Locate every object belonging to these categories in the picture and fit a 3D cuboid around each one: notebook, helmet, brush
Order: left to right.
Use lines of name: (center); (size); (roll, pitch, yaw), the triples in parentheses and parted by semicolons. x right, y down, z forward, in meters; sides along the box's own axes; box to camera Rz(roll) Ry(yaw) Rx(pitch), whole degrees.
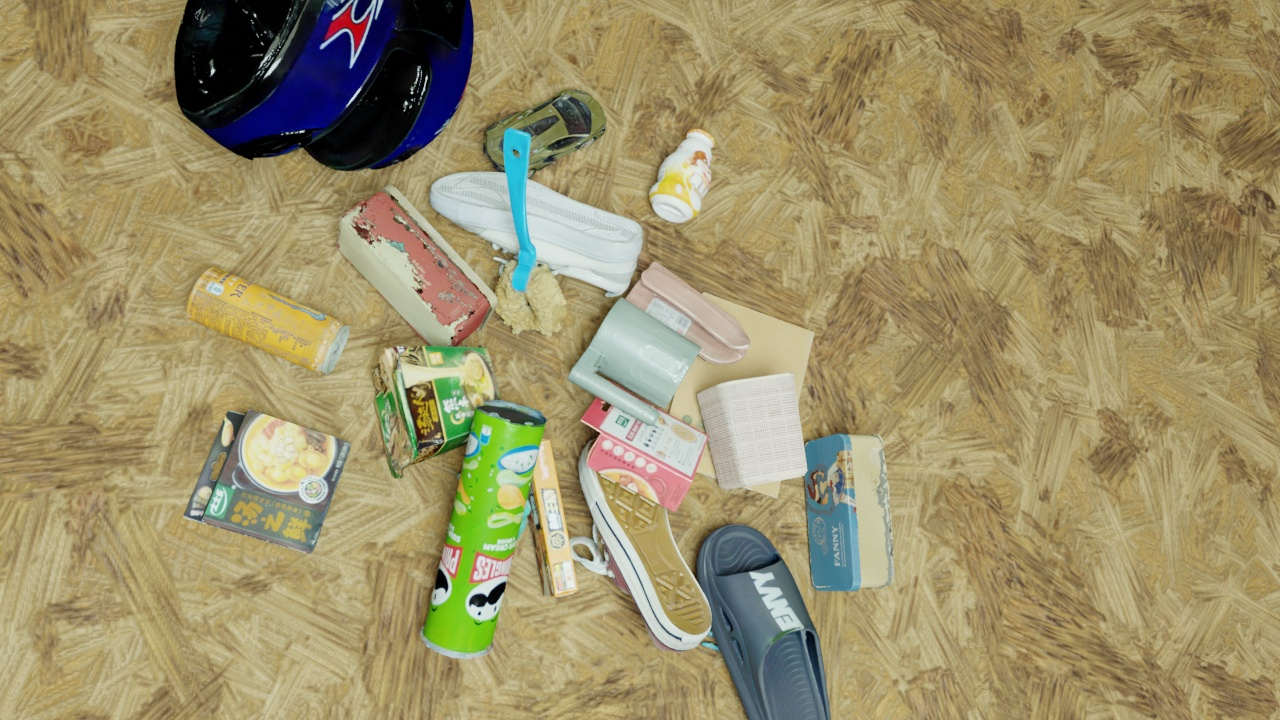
helmet: (-0.289, -0.308, 0.908); (0.240, 0.248, 0.314); (34, 55, -51)
brush: (-0.116, -0.118, 0.919); (0.083, 0.255, 0.045); (19, 50, 14)
brush: (0.056, -0.047, 1.019); (0.145, 0.073, 0.063); (35, 72, 2)
notebook: (0.113, 0.038, 1.053); (0.147, 0.008, 0.207); (19, 72, -10)

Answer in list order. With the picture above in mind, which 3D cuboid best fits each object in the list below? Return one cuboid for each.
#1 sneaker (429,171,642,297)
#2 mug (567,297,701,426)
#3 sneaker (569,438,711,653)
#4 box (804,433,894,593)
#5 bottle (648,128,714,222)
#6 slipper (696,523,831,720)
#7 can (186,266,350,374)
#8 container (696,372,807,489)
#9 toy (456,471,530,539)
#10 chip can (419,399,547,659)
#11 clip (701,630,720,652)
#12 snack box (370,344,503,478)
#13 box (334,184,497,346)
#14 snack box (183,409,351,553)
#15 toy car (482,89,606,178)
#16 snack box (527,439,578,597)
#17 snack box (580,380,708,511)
sneaker: (-0.117, -0.135, 1.006); (0.242, 0.091, 0.089); (19, 40, 9)
mug: (-0.006, 0.006, 0.974); (0.103, 0.084, 0.123); (30, 48, 3)
sneaker: (-0.012, 0.193, 0.935); (0.118, 0.088, 0.241); (2, 49, -41)
box: (0.227, 0.173, 1.007); (0.059, 0.090, 0.184); (6, 73, -20)
bottle: (0.053, -0.217, 1.072); (0.063, 0.063, 0.108); (25, 71, -8)
slipper: (0.147, 0.295, 0.949); (0.110, 0.084, 0.268); (-14, 83, -34)
can: (-0.371, -0.039, 0.917); (0.146, 0.058, 0.058); (24, 71, -8)
container: (0.123, 0.078, 0.994); (0.090, 0.090, 0.111); (-8, 81, -17)
toy: (-0.148, 0.132, 0.930); (0.092, 0.097, 0.030); (35, 42, 13)
chip can: (-0.149, 0.159, 0.873); (0.072, 0.072, 0.236); (13, 97, -12)
clip: (0.092, 0.303, 0.978); (0.056, 0.014, 0.043); (25, 72, -10)
snack box: (-0.200, 0.044, 0.919); (0.105, 0.118, 0.117); (-10, 79, -28)
box: (-0.237, -0.086, 0.944); (0.168, 0.091, 0.080); (46, 62, 0)
snack box: (-0.360, 0.116, 0.889); (0.125, 0.053, 0.113); (20, 72, -15)
toy car: (-0.108, -0.264, 1.055); (0.157, 0.042, 0.070); (-33, 87, -23)
snack box: (-0.096, 0.161, 0.930); (0.026, 0.075, 0.153); (-9, 78, -18)
snack box: (-0.001, 0.087, 0.952); (0.127, 0.113, 0.044); (28, 113, 3)
